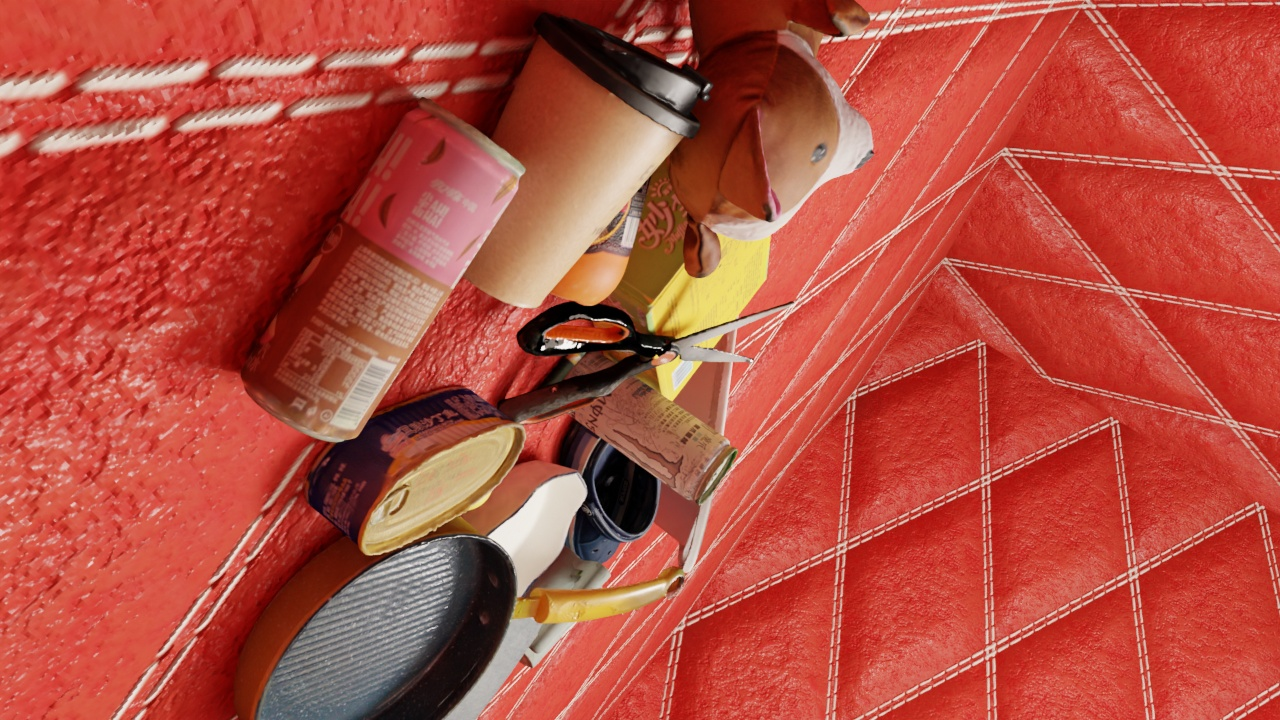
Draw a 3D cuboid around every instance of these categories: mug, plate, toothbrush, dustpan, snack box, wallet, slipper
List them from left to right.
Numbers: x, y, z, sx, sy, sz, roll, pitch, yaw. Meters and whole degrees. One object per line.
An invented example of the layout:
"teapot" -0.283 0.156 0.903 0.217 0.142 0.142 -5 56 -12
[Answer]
"wallet" -0.143 0.254 0.754 0.129 0.037 0.106 -51 153 -12
"plate" -0.126 0.169 0.782 0.204 0.045 0.205 -49 163 -21
"toothbrush" -0.094 0.052 0.697 0.185 0.017 0.012 -51 -157 -18
"mug" -0.093 0.239 0.903 0.103 0.083 0.124 -45 -167 -26
"slipper" -0.023 0.128 0.912 0.104 0.095 0.253 -43 156 -30
"snack box" 0.034 -0.071 0.731 0.157 0.070 0.210 -51 163 -14
"dustpan" 0.077 0.107 1.064 0.257 0.142 0.223 -43 159 -33

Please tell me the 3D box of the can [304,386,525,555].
"can" -0.131 0.063 0.556 0.147 0.049 0.075 -25 145 -60

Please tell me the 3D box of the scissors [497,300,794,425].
"scissors" -0.005 -0.001 0.641 0.221 0.021 0.232 -27 156 20

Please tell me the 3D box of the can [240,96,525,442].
"can" -0.113 -0.038 0.404 0.147 0.058 0.058 -56 163 2

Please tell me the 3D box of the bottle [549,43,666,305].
"bottle" -0.021 -0.109 0.529 0.149 0.067 0.066 -67 162 10

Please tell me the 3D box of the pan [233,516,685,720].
"pan" -0.105 0.189 0.660 0.356 0.078 0.198 -10 125 -48

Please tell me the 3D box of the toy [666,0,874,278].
"toy" 0.073 -0.150 0.514 0.140 0.130 0.199 117 -10 -72

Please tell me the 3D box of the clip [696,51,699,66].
"clip" 0.047 -0.198 0.608 0.036 0.025 0.058 -41 159 -20

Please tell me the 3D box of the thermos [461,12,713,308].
"thermos" -0.037 -0.099 0.457 0.143 0.093 0.093 -54 165 19

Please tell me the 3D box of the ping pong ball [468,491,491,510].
"ping pong ball" -0.122 0.084 0.637 0.040 0.040 0.040 -49 162 -22

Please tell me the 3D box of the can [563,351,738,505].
"can" 0.004 0.053 0.743 0.058 0.147 0.058 -49 162 -22
